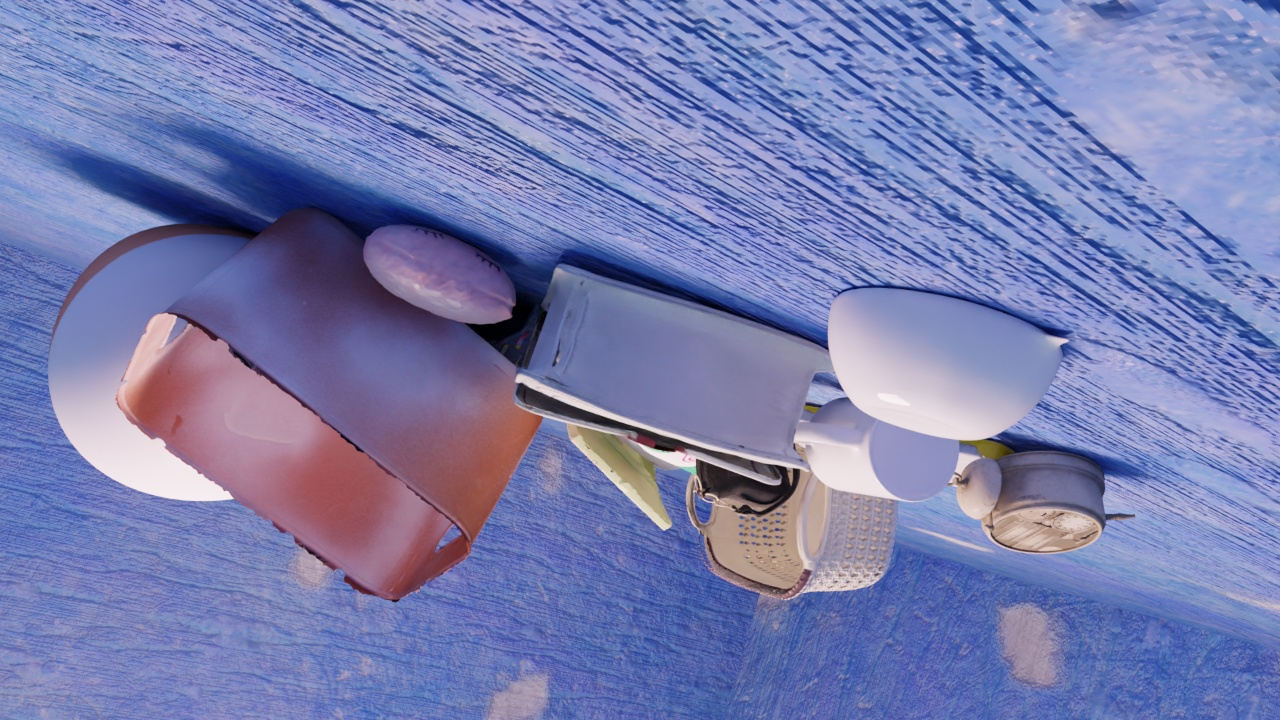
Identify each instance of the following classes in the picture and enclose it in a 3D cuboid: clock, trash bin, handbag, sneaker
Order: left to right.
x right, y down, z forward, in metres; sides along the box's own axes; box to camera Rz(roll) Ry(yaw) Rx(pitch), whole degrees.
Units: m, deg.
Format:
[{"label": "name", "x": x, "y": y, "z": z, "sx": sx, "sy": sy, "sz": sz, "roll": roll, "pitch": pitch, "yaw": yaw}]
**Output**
[{"label": "trash bin", "x": -0.221, "y": 0.035, "z": 0.698, "sx": 0.259, "sy": 0.157, "sz": 0.182, "roll": 41, "pitch": 136, "yaw": -12}, {"label": "sneaker", "x": -0.170, "y": -0.034, "z": 0.764, "sx": 0.236, "sy": 0.087, "sz": 0.079, "roll": 13, "pitch": 159, "yaw": 20}, {"label": "handbag", "x": 0.017, "y": 0.014, "z": 0.623, "sx": 0.198, "sy": 0.096, "sz": 0.142, "roll": 17, "pitch": 173, "yaw": -7}, {"label": "handbag", "x": 0.074, "y": 0.059, "z": 0.719, "sx": 0.079, "sy": 0.128, "sz": 0.054, "roll": 4, "pitch": 155, "yaw": -23}, {"label": "clock", "x": 0.284, "y": 0.107, "z": 0.688, "sx": 0.141, "sy": 0.054, "sz": 0.093, "roll": 16, "pitch": 145, "yaw": -10}]

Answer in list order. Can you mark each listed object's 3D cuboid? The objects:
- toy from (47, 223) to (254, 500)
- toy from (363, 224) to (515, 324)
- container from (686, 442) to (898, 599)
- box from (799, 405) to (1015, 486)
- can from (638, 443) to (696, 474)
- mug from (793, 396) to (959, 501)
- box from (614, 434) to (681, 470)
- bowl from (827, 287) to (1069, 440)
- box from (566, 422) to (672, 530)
[{"label": "toy", "x": -0.419, "y": -0.002, "z": 0.880, "sx": 0.281, "sy": 0.266, "sz": 0.262, "roll": 41, "pitch": -167, "yaw": 36}, {"label": "toy", "x": -0.142, "y": -0.061, "z": 0.635, "sx": 0.108, "sy": 0.053, "sz": 0.105, "roll": 22, "pitch": -179, "yaw": -30}, {"label": "container", "x": 0.168, "y": 0.165, "z": 1.017, "sx": 0.143, "sy": 0.184, "sz": 0.252, "roll": 12, "pitch": 174, "yaw": -22}, {"label": "box", "x": 0.238, "y": 0.082, "z": 0.811, "sx": 0.210, "sy": 0.045, "sz": 0.128, "roll": 10, "pitch": 171, "yaw": 40}, {"label": "can", "x": 0.053, "y": 0.058, "z": 0.849, "sx": 0.088, "sy": 0.088, "sz": 0.166, "roll": 13, "pitch": 170, "yaw": 28}, {"label": "mug", "x": 0.159, "y": 0.060, "z": 0.672, "sx": 0.110, "sy": 0.073, "sz": 0.091, "roll": 11, "pitch": 174, "yaw": -17}, {"label": "box", "x": 0.037, "y": 0.075, "z": 0.990, "sx": 0.084, "sy": 0.094, "sz": 0.165, "roll": 37, "pitch": 174, "yaw": 36}, {"label": "bowl", "x": 0.147, "y": 0.008, "z": 0.465, "sx": 0.115, "sy": 0.050, "sz": 0.115, "roll": 18, "pitch": 171, "yaw": 2}, {"label": "box", "x": -0.031, "y": 0.086, "z": 0.969, "sx": 0.030, "sy": 0.138, "sz": 0.187, "roll": -29, "pitch": 132, "yaw": 14}]
